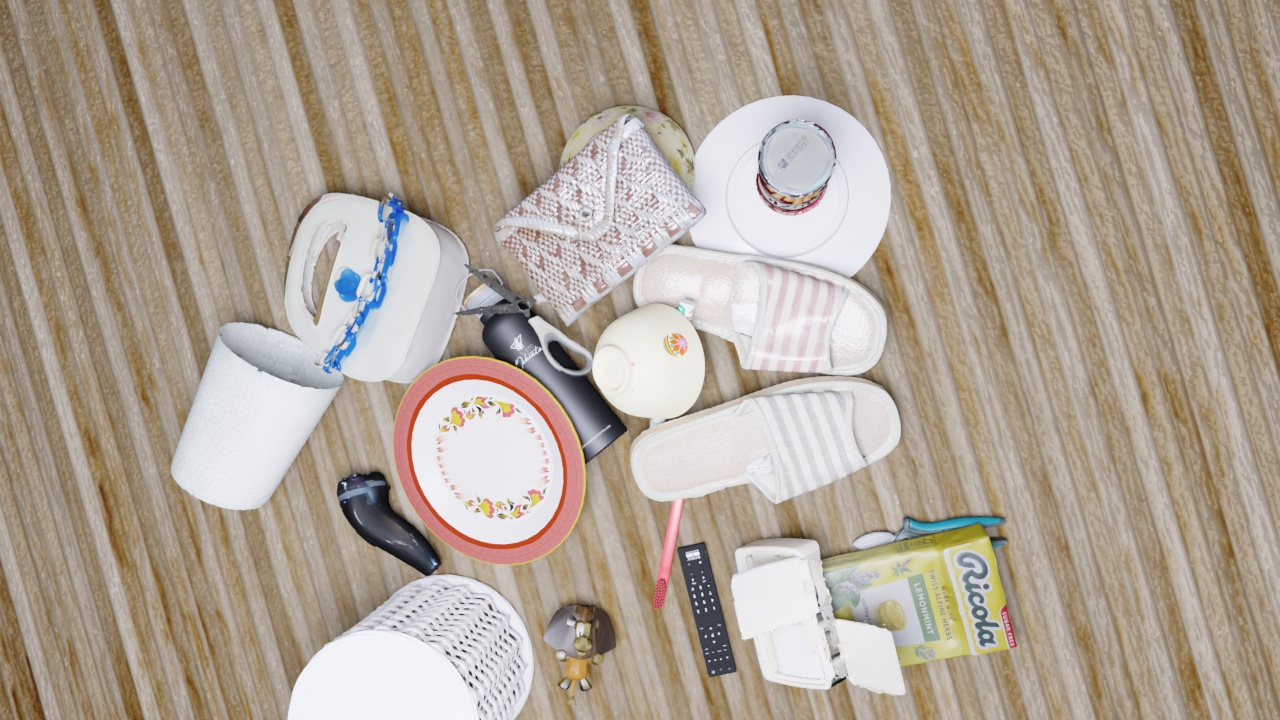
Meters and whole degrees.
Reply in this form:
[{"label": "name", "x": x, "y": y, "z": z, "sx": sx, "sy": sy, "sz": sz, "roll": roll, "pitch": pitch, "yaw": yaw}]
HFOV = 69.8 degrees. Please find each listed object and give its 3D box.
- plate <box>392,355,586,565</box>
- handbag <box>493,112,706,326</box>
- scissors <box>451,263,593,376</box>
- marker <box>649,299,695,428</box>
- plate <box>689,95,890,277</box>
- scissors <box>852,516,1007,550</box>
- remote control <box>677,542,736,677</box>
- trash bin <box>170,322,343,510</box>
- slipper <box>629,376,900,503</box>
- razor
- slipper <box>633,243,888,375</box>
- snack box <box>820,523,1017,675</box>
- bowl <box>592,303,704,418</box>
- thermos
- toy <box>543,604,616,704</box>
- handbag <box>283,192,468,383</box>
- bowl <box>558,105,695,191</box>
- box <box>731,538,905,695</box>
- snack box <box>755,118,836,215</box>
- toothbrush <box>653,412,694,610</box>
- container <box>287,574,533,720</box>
[{"label": "plate", "x": -0.159, "y": 0.105, "z": 0.964, "sx": 0.230, "sy": 0.021, "sz": 0.230, "roll": 6, "pitch": 106, "yaw": 21}, {"label": "handbag", "x": -0.043, "y": -0.134, "z": 0.887, "sx": 0.186, "sy": 0.047, "sz": 0.124, "roll": -37, "pitch": 96, "yaw": 17}, {"label": "scissors", "x": -0.101, "y": -0.050, "z": 0.934, "sx": 0.170, "sy": 0.013, "sz": 0.157, "roll": -29, "pitch": 83, "yaw": -26}, {"label": "marker", "x": 0.031, "y": 0.008, "z": 0.937, "sx": 0.017, "sy": 0.017, "sz": 0.146, "roll": 16, "pitch": 112, "yaw": 7}, {"label": "plate", "x": 0.148, "y": -0.166, "z": 0.935, "sx": 0.209, "sy": 0.015, "sz": 0.208, "roll": 0, "pitch": 92, "yaw": 8}, {"label": "scissors", "x": 0.294, "y": 0.185, "z": 0.926, "sx": 0.139, "sy": 0.019, "sz": 0.136, "roll": 43, "pitch": 102, "yaw": -1}, {"label": "remote control", "x": 0.070, "y": 0.262, "z": 0.965, "sx": 0.030, "sy": 0.009, "sz": 0.140, "roll": -14, "pitch": 90, "yaw": 8}, {"label": "trash bin", "x": -0.412, "y": 0.062, "z": 0.971, "sx": 0.133, "sy": 0.133, "sz": 0.161, "roll": 31, "pitch": 101, "yaw": 6}, {"label": "slipper", "x": 0.123, "y": 0.085, "z": 0.915, "sx": 0.273, "sy": 0.054, "sz": 0.114, "roll": -11, "pitch": 105, "yaw": 6}, {"label": "razor", "x": -0.269, "y": 0.176, "z": 0.994, "sx": 0.140, "sy": 0.053, "sz": 0.063, "roll": 42, "pitch": 64, "yaw": -2}, {"label": "slipper", "x": 0.116, "y": -0.050, "z": 0.920, "sx": 0.263, "sy": 0.052, "sz": 0.115, "roll": 16, "pitch": 104, "yaw": 10}, {"label": "snack box", "x": 0.265, "y": 0.241, "z": 0.909, "sx": 0.181, "sy": 0.045, "sz": 0.121, "roll": -15, "pitch": 99, "yaw": 11}, {"label": "bowl", "x": -0.005, "y": 0.005, "z": 0.906, "sx": 0.118, "sy": 0.073, "sz": 0.118, "roll": 9, "pitch": 103, "yaw": 42}, {"label": "thermos", "x": -0.109, "y": 0.001, "z": 0.955, "sx": 0.061, "sy": 0.061, "sz": 0.231, "roll": -39, "pitch": 87, "yaw": 7}, {"label": "toy", "x": -0.065, "y": 0.306, "z": 0.957, "sx": 0.076, "sy": 0.063, "sz": 0.100, "roll": 9, "pitch": 75, "yaw": -10}, {"label": "handbag", "x": -0.297, "y": -0.083, "z": 0.969, "sx": 0.200, "sy": 0.093, "sz": 0.201, "roll": 20, "pitch": 95, "yaw": 14}, {"label": "bowl", "x": -0.020, "y": -0.195, "z": 0.932, "sx": 0.145, "sy": 0.063, "sz": 0.145, "roll": 0, "pitch": 92, "yaw": 10}, {"label": "box", "x": 0.149, "y": 0.249, "z": 0.860, "sx": 0.184, "sy": 0.098, "sz": 0.143, "roll": -17, "pitch": 87, "yaw": 51}, {"label": "snack box", "x": 0.145, "y": -0.179, "z": 0.864, "sx": 0.072, "sy": 0.121, "sz": 0.072, "roll": 0, "pitch": 92, "yaw": 7}, {"label": "toothbrush", "x": 0.037, "y": 0.159, "z": 0.962, "sx": 0.012, "sy": 0.018, "sz": 0.212, "roll": 11, "pitch": 94, "yaw": 7}, {"label": "container", "x": -0.222, "y": 0.332, "z": 0.920, "sx": 0.189, "sy": 0.186, "sz": 0.189, "roll": 0, "pitch": 92, "yaw": 8}]
